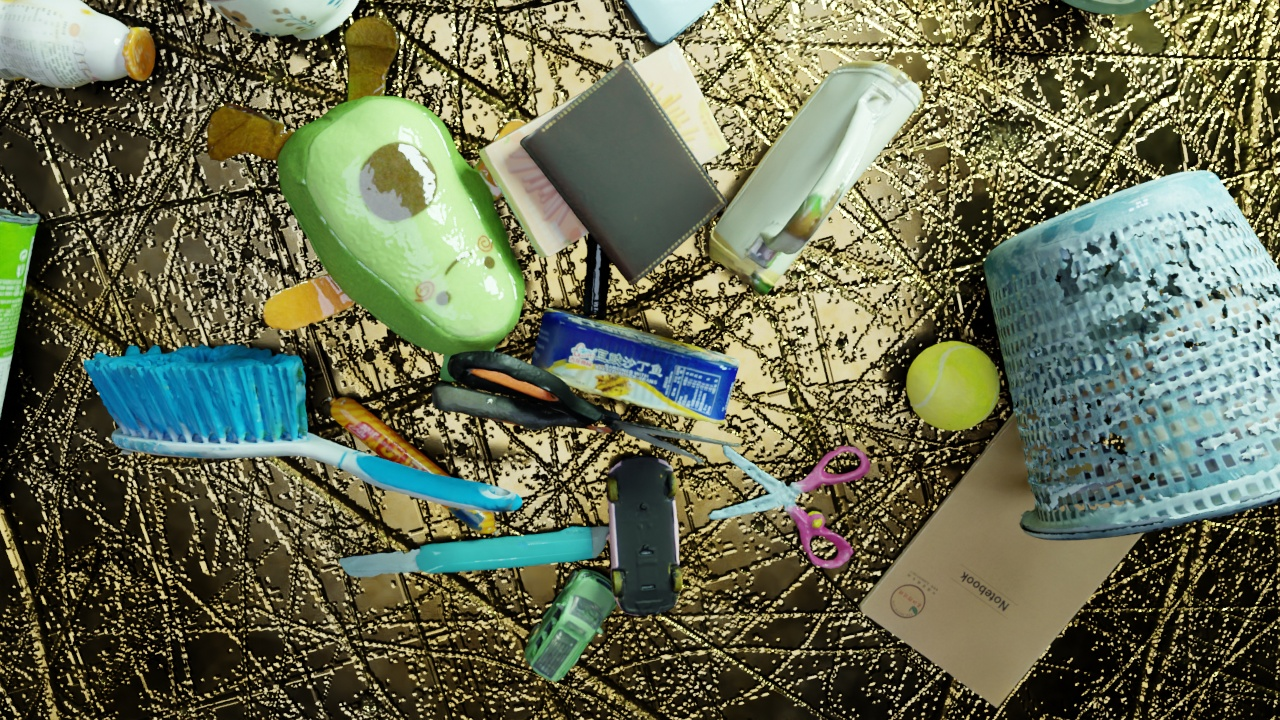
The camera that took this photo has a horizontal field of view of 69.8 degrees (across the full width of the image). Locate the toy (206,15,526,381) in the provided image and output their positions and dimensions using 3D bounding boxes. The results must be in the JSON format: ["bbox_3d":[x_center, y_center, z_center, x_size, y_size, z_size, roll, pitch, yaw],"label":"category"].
[{"bbox_3d":[-0.167,-0.102,0.629,0.226,0.090,0.247,-40,101,-12],"label":"toy"}]

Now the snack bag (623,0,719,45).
[{"bbox_3d":[-0.007,-0.319,0.622,0.110,0.039,0.191,-44,97,-22],"label":"snack bag"}]

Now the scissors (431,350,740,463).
[{"bbox_3d":[-0.048,0.038,0.642,0.221,0.222,0.021,4,71,21],"label":"scissors"}]

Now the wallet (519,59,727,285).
[{"bbox_3d":[-0.008,-0.127,0.621,0.096,0.020,0.122,-42,107,-14],"label":"wallet"}]

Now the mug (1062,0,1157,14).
[{"bbox_3d":[0.340,-0.295,0.627,0.111,0.082,0.106,13,99,-36],"label":"mug"}]

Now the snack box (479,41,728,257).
[{"bbox_3d":[-0.023,-0.147,0.638,0.157,0.026,0.084,-33,105,-11],"label":"snack box"}]

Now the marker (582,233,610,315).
[{"bbox_3d":[-0.030,-0.099,0.671,0.020,0.022,0.132,10,101,33],"label":"marker"}]

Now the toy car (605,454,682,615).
[{"bbox_3d":[0.002,0.133,0.702,0.056,0.037,0.122,-2,87,-9],"label":"toy car"}]

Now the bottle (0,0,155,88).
[{"bbox_3d":[-0.390,-0.216,0.620,0.108,0.063,0.063,9,98,-3],"label":"bottle"}]

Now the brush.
[{"bbox_3d":[-0.239,0.049,0.656,0.315,0.060,0.109,2,105,8],"label":"brush"}]

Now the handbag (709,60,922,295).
[{"bbox_3d":[0.110,-0.120,0.593,0.063,0.178,0.163,37,97,-2],"label":"handbag"}]

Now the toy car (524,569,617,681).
[{"bbox_3d":[-0.054,0.206,0.712,0.043,0.036,0.091,33,93,-5],"label":"toy car"}]

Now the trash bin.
[{"bbox_3d":[0.335,-0.009,0.611,0.226,0.226,0.195,-19,83,1],"label":"trash bin"}]

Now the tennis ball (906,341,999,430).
[{"bbox_3d":[0.229,0.019,0.674,0.065,0.065,0.065,0,99,-2],"label":"tennis ball"}]

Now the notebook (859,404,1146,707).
[{"bbox_3d":[0.293,0.158,0.727,0.148,0.008,0.208,36,96,-6],"label":"notebook"}]

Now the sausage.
[{"bbox_3d":[-0.171,0.080,0.695,0.165,0.021,0.021,40,96,-7],"label":"sausage"}]

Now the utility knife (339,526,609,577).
[{"bbox_3d":[-0.127,0.149,0.711,0.209,0.013,0.029,-5,100,-3],"label":"utility knife"}]

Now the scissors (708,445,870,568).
[{"bbox_3d":[0.121,0.102,0.711,0.133,0.017,0.128,39,98,-3],"label":"scissors"}]

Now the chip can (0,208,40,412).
[{"bbox_3d":[-0.487,0.004,0.650,0.072,0.072,0.236,16,97,-4],"label":"chip can"}]

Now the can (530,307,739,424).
[{"bbox_3d":[-0.004,0.004,0.662,0.148,0.074,0.049,15,94,-4],"label":"can"}]

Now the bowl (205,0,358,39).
[{"bbox_3d":[-0.228,-0.255,0.610,0.113,0.113,0.062,-32,140,3],"label":"bowl"}]
